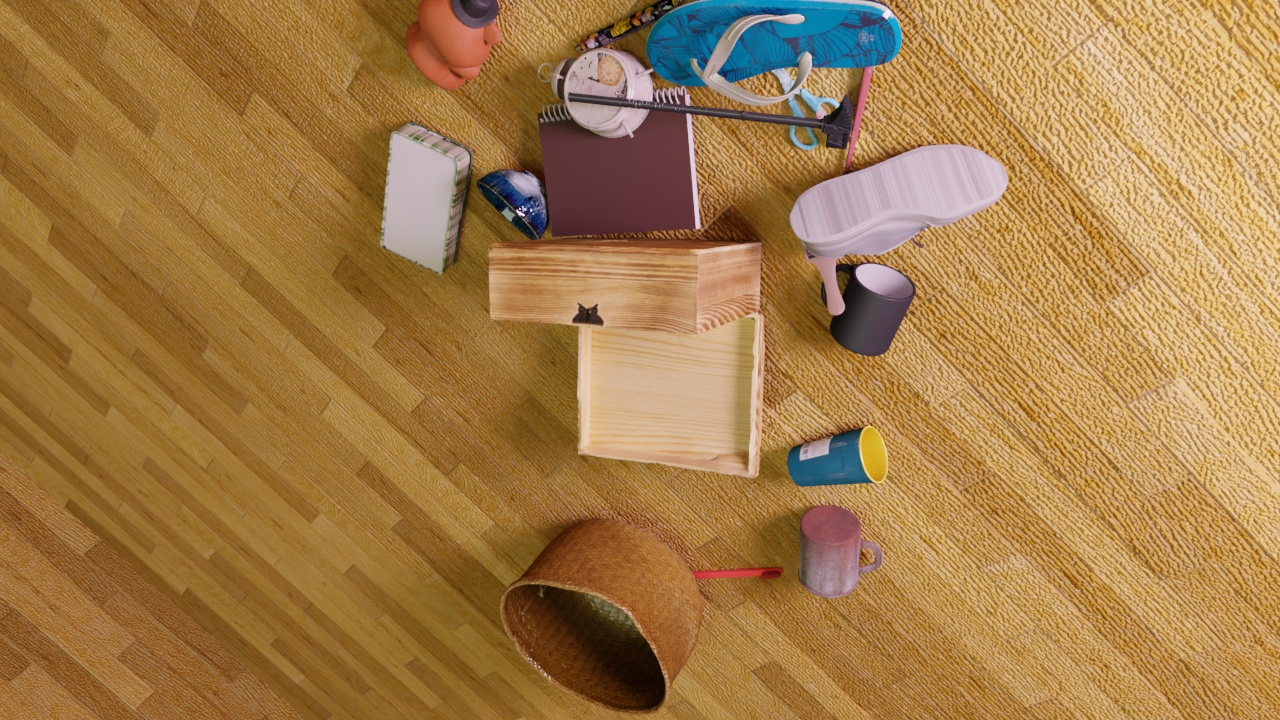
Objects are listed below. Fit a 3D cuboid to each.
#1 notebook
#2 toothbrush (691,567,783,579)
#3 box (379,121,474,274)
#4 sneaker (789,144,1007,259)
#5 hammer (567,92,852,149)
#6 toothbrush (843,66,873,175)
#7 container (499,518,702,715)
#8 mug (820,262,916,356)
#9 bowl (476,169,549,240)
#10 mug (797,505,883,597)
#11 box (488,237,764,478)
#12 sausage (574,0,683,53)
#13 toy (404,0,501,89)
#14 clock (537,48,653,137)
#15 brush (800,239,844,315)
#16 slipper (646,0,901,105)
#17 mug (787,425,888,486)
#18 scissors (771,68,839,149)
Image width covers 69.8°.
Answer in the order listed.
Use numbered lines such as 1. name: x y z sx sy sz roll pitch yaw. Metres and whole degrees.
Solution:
1. notebook: -0.030 -0.248 1.167 0.209 0.022 0.172 1 104 27
2. toothbrush: 0.136 0.357 1.518 0.213 0.017 0.012 -11 115 32
3. box: -0.312 -0.233 1.335 0.118 0.050 0.206 23 129 8
4. sneaker: 0.292 -0.171 1.050 0.236 0.089 0.099 -12 73 13
5. hammer: 0.075 -0.284 1.036 0.325 0.015 0.095 9 167 9
6. toothbrush: 0.250 -0.280 1.035 0.016 0.016 0.190 13 126 14
7. container: -0.056 0.415 1.536 0.307 0.196 0.308 14 127 20
8. mug: 0.272 -0.072 1.132 0.113 0.078 0.088 43 136 31
9. bowl: -0.162 -0.222 1.246 0.114 0.060 0.114 41 174 5
10. mug: 0.293 0.279 1.345 0.123 0.096 0.110 -2 126 6
11. box: -0.001 0.006 1.193 0.280 0.285 0.336 3 103 25
12. sausage: -0.015 -0.397 1.090 0.156 0.020 0.020 -13 114 33
13. toy: -0.235 -0.409 1.148 0.112 0.096 0.176 55 156 -14
14. clock: -0.062 -0.332 1.112 0.157 0.061 0.103 24 106 21
15. brush: 0.222 -0.121 1.112 0.050 0.015 0.135 -17 81 35
16. slipper: 0.131 -0.337 0.998 0.295 0.060 0.118 6 147 27
17. mug: 0.269 0.138 1.271 0.122 0.077 0.078 -15 113 39
18. scissors: 0.174 -0.304 1.064 0.141 0.015 0.076 48 131 -1
